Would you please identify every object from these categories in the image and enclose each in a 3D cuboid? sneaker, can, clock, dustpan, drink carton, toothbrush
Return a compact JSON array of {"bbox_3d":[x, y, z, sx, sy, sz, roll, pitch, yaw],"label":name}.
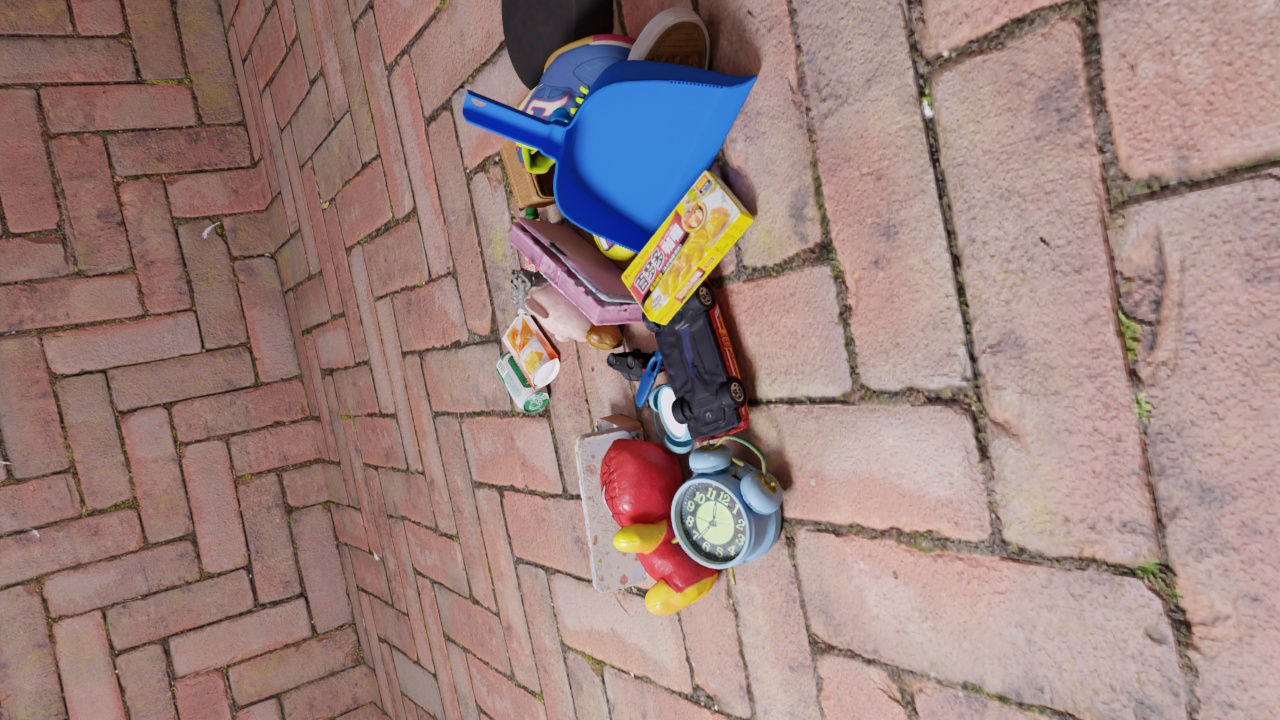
[{"bbox_3d":[-0.072,-0.292,1.080,0.242,0.116,0.091,-24,63,54],"label":"sneaker"},{"bbox_3d":[-0.183,0.031,1.415,0.101,0.053,0.053,53,141,34],"label":"can"},{"bbox_3d":[0.045,0.064,1.084,0.123,0.042,0.087,-44,64,61],"label":"clock"},{"bbox_3d":[0.002,-0.276,0.984,0.236,0.087,0.079,112,146,-45],"label":"sneaker"},{"bbox_3d":[-0.051,-0.226,0.932,0.246,0.257,0.059,119,167,-48],"label":"dustpan"},{"bbox_3d":[-0.168,-0.020,1.387,0.069,0.038,0.122,-54,52,22],"label":"drink carton"},{"bbox_3d":[0.022,-0.002,1.075,0.021,0.016,0.132,42,116,40],"label":"toothbrush"},{"bbox_3d":[0.094,0.153,0.989,0.118,0.059,0.162,27,115,31],"label":"clock"}]

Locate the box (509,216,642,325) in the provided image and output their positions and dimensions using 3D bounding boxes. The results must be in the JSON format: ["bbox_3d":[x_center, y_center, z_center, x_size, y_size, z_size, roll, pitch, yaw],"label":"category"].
[{"bbox_3d":[-0.074,-0.119,1.153,0.233,0.097,0.046,45,130,43],"label":"box"}]

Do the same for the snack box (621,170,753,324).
[{"bbox_3d":[0.046,-0.116,0.961,0.153,0.025,0.075,-50,51,24],"label":"snack box"}]

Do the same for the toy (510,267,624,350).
[{"bbox_3d":[-0.094,-0.063,1.190,0.176,0.132,0.076,40,121,23],"label":"toy"}]

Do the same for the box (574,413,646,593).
[{"bbox_3d":[-0.034,0.184,1.219,0.107,0.095,0.216,-125,29,-75],"label":"box"}]

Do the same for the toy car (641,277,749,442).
[{"bbox_3d":[0.062,-0.008,0.997,0.082,0.056,0.189,-23,79,40],"label":"toy car"}]

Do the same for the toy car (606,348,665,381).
[{"bbox_3d":[-0.007,0.007,1.135,0.092,0.042,0.036,7,104,57],"label":"toy car"}]

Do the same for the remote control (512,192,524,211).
[{"bbox_3d":[-0.155,-0.261,1.303,0.125,0.010,0.039,-48,61,53],"label":"remote control"}]

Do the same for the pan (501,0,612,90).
[{"bbox_3d":[-0.083,-0.449,1.086,0.357,0.043,0.248,-27,78,58],"label":"pan"}]

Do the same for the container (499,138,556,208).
[{"bbox_3d":[-0.140,-0.256,1.221,0.061,0.063,0.114,-26,78,45],"label":"container"}]

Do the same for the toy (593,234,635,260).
[{"bbox_3d":[-0.027,-0.168,1.105,0.094,0.041,0.095,-8,92,55],"label":"toy"}]

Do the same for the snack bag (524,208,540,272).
[{"bbox_3d":[-0.149,-0.148,1.318,0.087,0.044,0.155,173,90,-69],"label":"snack bag"}]

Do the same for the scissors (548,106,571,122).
[{"bbox_3d":[-0.064,-0.253,1.069,0.134,0.103,0.015,99,163,-55],"label":"scissors"}]

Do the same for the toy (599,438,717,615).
[{"bbox_3d":[0.020,0.190,1.100,0.147,0.099,0.216,30,-142,-75],"label":"toy"}]
